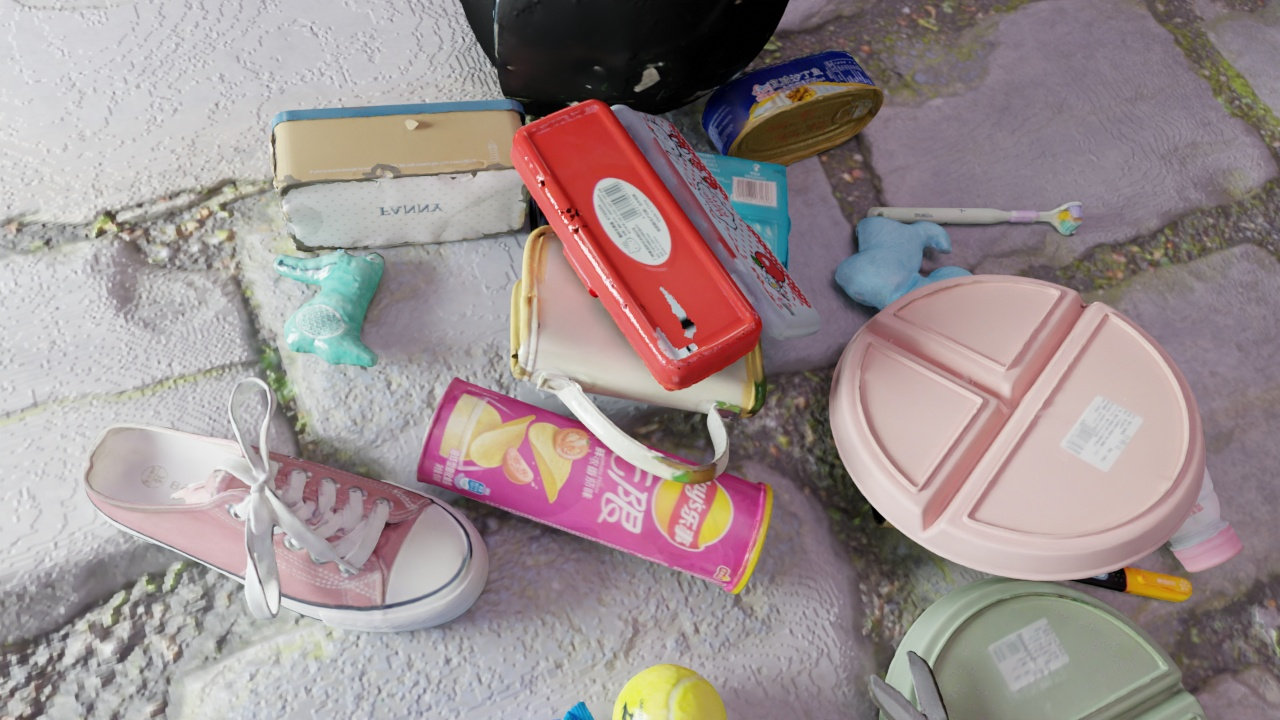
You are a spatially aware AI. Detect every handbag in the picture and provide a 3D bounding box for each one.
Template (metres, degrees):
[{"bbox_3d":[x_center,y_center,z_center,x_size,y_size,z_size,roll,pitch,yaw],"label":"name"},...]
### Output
[{"bbox_3d":[-0.004,0.003,0.588,0.163,0.063,0.178,11,46,-14],"label":"handbag"}]

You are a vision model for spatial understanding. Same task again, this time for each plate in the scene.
[{"bbox_3d":[0.238,0.029,0.585,0.229,0.028,0.229,-3,52,4],"label":"plate"},{"bbox_3d":[0.262,0.246,0.571,0.230,0.028,0.229,5,64,-10],"label":"plate"}]

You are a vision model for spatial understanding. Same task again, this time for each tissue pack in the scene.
[{"bbox_3d":[-0.071,0.259,0.484,0.157,0.052,0.095,-24,72,-21],"label":"tissue pack"},{"bbox_3d":[0.046,-0.105,0.683,0.133,0.050,0.093,8,64,-7],"label":"tissue pack"}]

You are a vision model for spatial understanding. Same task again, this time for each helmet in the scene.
[{"bbox_3d":[-0.004,-0.289,0.659,0.275,0.233,0.230,0,76,6],"label":"helmet"}]

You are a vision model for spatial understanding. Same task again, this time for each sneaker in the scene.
[{"bbox_3d":[-0.203,0.086,0.520,0.241,0.088,0.118,19,62,-1],"label":"sneaker"}]

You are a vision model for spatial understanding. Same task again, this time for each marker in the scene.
[{"bbox_3d":[0.323,0.149,0.637,0.124,0.015,0.018,11,59,-4],"label":"marker"}]

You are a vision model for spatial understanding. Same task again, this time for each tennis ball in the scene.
[{"bbox_3d":[0.017,0.206,0.519,0.065,0.066,0.065,4,64,-9],"label":"tennis ball"}]

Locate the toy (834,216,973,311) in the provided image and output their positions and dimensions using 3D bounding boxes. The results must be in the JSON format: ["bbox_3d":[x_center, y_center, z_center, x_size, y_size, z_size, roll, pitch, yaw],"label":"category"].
[{"bbox_3d":[0.219,-0.039,0.687,0.156,0.050,0.161,24,59,12],"label":"toy"}]

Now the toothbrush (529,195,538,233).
[{"bbox_3d":[-0.078,-0.072,0.664,0.018,0.014,0.189,-6,65,-4],"label":"toothbrush"}]

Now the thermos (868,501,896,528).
[{"bbox_3d":[0.230,0.083,0.613,0.143,0.093,0.093,3,64,-2],"label":"thermos"}]

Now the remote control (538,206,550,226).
[{"bbox_3d":[-0.051,-0.118,0.685,0.053,0.024,0.136,-2,64,-11],"label":"remote control"}]

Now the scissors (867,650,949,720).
[{"bbox_3d":[0.180,0.261,0.522,0.176,0.019,0.171,41,65,9],"label":"scissors"}]

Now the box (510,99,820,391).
[{"bbox_3d":[0.022,-0.085,0.594,0.159,0.064,0.201,-21,69,-37],"label":"box"}]

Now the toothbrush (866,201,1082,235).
[{"bbox_3d":[0.275,-0.118,0.754,0.189,0.029,0.020,-1,23,-10],"label":"toothbrush"}]

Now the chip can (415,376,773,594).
[{"bbox_3d":[-0.028,0.076,0.569,0.210,0.072,0.071,20,62,-1],"label":"chip can"}]

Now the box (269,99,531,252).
[{"bbox_3d":[-0.155,-0.127,0.634,0.184,0.090,0.063,-8,66,-18],"label":"box"}]

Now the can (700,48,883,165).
[{"bbox_3d":[0.121,-0.199,0.731,0.148,0.075,0.049,-21,67,-21],"label":"can"}]

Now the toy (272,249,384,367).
[{"bbox_3d":[-0.208,-0.040,0.615,0.096,0.030,0.091,14,58,4],"label":"toy"}]

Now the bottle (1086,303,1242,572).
[{"bbox_3d":[0.353,0.056,0.662,0.068,0.068,0.197,-24,76,-21],"label":"bottle"}]
